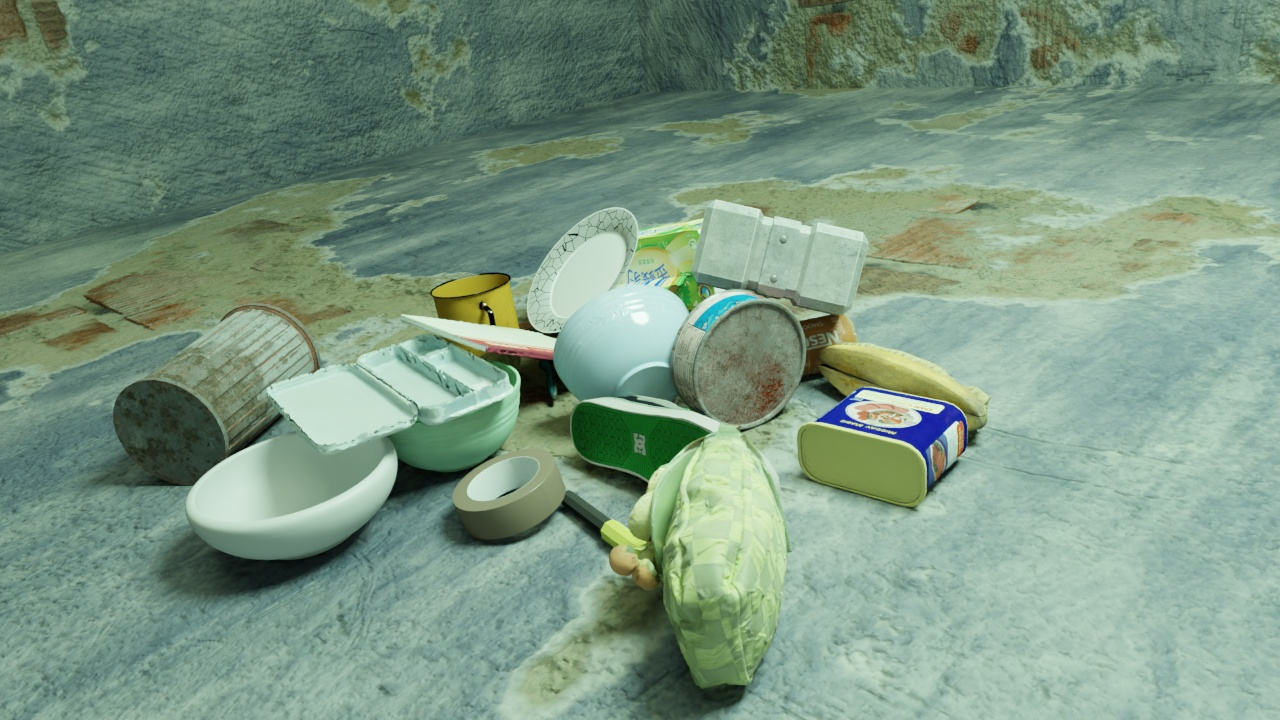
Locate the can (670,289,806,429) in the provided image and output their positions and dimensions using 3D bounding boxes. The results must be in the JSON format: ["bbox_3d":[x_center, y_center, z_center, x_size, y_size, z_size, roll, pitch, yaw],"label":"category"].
[{"bbox_3d":[0.096,-0.001,0.889,0.129,0.130,0.044,-19,25,-24],"label":"can"}]

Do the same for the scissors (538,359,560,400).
[{"bbox_3d":[-0.085,0.014,1.060,0.144,0.019,0.126,15,28,33],"label":"scissors"}]

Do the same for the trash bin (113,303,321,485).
[{"bbox_3d":[-0.454,0.029,1.012,0.131,0.131,0.210,-3,25,12],"label":"trash bin"}]

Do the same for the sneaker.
[{"bbox_3d":[0.040,0.075,0.801,0.078,0.084,0.236,-10,18,-40],"label":"sneaker"}]

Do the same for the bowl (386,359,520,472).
[{"bbox_3d":[-0.188,0.061,0.908,0.151,0.077,0.150,-7,22,3],"label":"bowl"}]

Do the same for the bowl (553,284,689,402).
[{"bbox_3d":[-0.005,0.005,0.918,0.150,0.151,0.074,-14,46,-14],"label":"bowl"}]

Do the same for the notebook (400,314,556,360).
[{"bbox_3d":[-0.138,-0.020,1.020,0.153,0.012,0.208,18,7,40],"label":"notebook"}]

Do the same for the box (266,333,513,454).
[{"bbox_3d":[-0.242,0.029,0.869,0.188,0.037,0.209,-25,25,-30],"label":"box"}]

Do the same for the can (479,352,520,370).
[{"bbox_3d":[-0.176,0.010,1.076,0.038,0.038,0.079,4,25,27],"label":"can"}]

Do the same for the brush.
[{"bbox_3d":[0.249,0.023,0.875,0.043,0.059,0.195,-12,23,-33],"label":"brush"}]

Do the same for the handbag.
[{"bbox_3d":[0.039,0.131,0.624,0.117,0.113,0.186,-9,22,17],"label":"handbag"}]

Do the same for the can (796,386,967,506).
[{"bbox_3d":[0.208,0.069,0.782,0.116,0.056,0.092,12,29,40],"label":"can"}]

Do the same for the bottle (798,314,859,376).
[{"bbox_3d":[0.146,-0.007,0.979,0.167,0.059,0.059,-12,23,-9],"label":"bottle"}]

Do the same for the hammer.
[{"bbox_3d":[0.151,-0.109,1.056,0.163,0.083,0.317,14,4,5],"label":"hammer"}]

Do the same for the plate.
[{"bbox_3d":[-0.071,-0.112,1.163,0.189,0.016,0.188,-29,42,29],"label":"plate"}]

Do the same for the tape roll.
[{"bbox_3d":[-0.114,0.114,0.796,0.094,0.030,0.093,-17,23,7],"label":"tape roll"}]

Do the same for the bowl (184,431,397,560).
[{"bbox_3d":[-0.298,0.125,0.807,0.176,0.066,0.176,-7,23,3],"label":"bowl"}]

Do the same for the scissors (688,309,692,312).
[{"bbox_3d":[-0.001,-0.031,1.146,0.226,0.016,0.216,10,29,42],"label":"scissors"}]

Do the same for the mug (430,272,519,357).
[{"bbox_3d":[-0.200,-0.048,1.149,0.100,0.094,0.124,-18,22,-21],"label":"mug"}]

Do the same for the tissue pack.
[{"bbox_3d":[0.015,-0.108,1.168,0.198,0.120,0.141,-11,14,42],"label":"tissue pack"}]

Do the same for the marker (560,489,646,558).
[{"bbox_3d":[-0.030,0.134,0.757,0.021,0.017,0.124,-20,24,-28],"label":"marker"}]
